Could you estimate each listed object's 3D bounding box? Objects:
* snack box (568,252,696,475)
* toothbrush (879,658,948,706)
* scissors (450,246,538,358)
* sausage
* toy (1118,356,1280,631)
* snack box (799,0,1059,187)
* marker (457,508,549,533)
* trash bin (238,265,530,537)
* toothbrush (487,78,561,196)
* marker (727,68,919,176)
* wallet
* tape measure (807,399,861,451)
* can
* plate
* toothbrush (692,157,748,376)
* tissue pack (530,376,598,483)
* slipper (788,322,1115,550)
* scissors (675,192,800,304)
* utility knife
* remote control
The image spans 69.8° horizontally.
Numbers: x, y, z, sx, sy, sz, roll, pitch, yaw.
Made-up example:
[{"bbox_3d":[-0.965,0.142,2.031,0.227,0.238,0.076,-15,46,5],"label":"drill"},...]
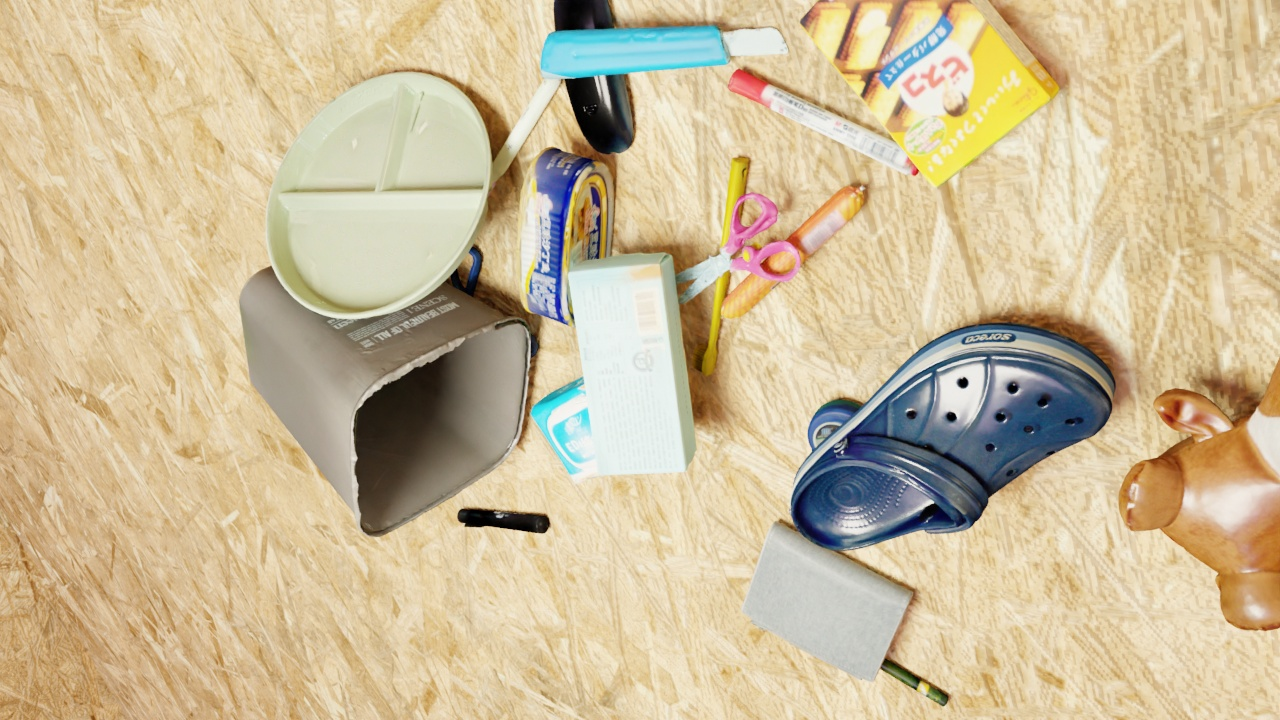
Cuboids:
[{"bbox_3d":[-0.004,0.004,0.734,0.074,0.051,0.175,-4,104,16],"label":"snack box"},{"bbox_3d":[0.185,0.256,0.820,0.186,0.012,0.017,27,89,21],"label":"toothbrush"},{"bbox_3d":[-0.169,-0.040,0.914,0.176,0.012,0.163,18,126,29],"label":"scissors"},{"bbox_3d":[0.109,-0.076,0.680,0.021,0.021,0.166,49,133,3],"label":"sausage"},{"bbox_3d":[0.367,0.049,0.502,0.140,0.130,0.200,45,124,14],"label":"toy"},{"bbox_3d":[0.174,-0.187,0.561,0.140,0.033,0.087,50,134,0],"label":"snack box"},{"bbox_3d":[-0.155,0.180,1.024,0.132,0.020,0.022,-3,103,38],"label":"marker"},{"bbox_3d":[-0.249,0.007,0.875,0.220,0.198,0.199,36,135,26],"label":"trash bin"},{"bbox_3d":[-0.118,-0.178,0.790,0.020,0.029,0.190,19,139,-28],"label":"toothbrush"},{"bbox_3d":[0.124,-0.162,0.622,0.145,0.017,0.017,31,130,18],"label":"marker"},{"bbox_3d":[0.159,0.212,0.801,0.130,0.036,0.107,25,117,22],"label":"wallet"},{"bbox_3d":[0.160,0.057,0.717,0.058,0.025,0.054,-6,111,30],"label":"tape measure"},{"bbox_3d":[-0.061,-0.099,0.757,0.049,0.074,0.148,21,125,22],"label":"can"},{"bbox_3d":[-0.226,-0.143,0.797,0.231,0.027,0.230,-6,73,21],"label":"plate"},{"bbox_3d":[0.062,-0.069,0.723,0.016,0.015,0.190,28,129,29],"label":"toothbrush"},{"bbox_3d":[-0.032,0.053,0.830,0.140,0.063,0.090,-28,97,43],"label":"tissue pack"},{"bbox_3d":[0.195,0.068,0.633,0.105,0.095,0.254,39,130,-13],"label":"slipper"},{"bbox_3d":[0.059,-0.083,0.696,0.138,0.017,0.077,-13,105,48],"label":"scissors"},{"bbox_3d":[0.013,-0.221,0.653,0.186,0.018,0.034,4,113,21],"label":"utility knife"},{"bbox_3d":[-0.038,-0.223,0.701,0.053,0.024,0.136,3,117,34],"label":"remote control"}]
